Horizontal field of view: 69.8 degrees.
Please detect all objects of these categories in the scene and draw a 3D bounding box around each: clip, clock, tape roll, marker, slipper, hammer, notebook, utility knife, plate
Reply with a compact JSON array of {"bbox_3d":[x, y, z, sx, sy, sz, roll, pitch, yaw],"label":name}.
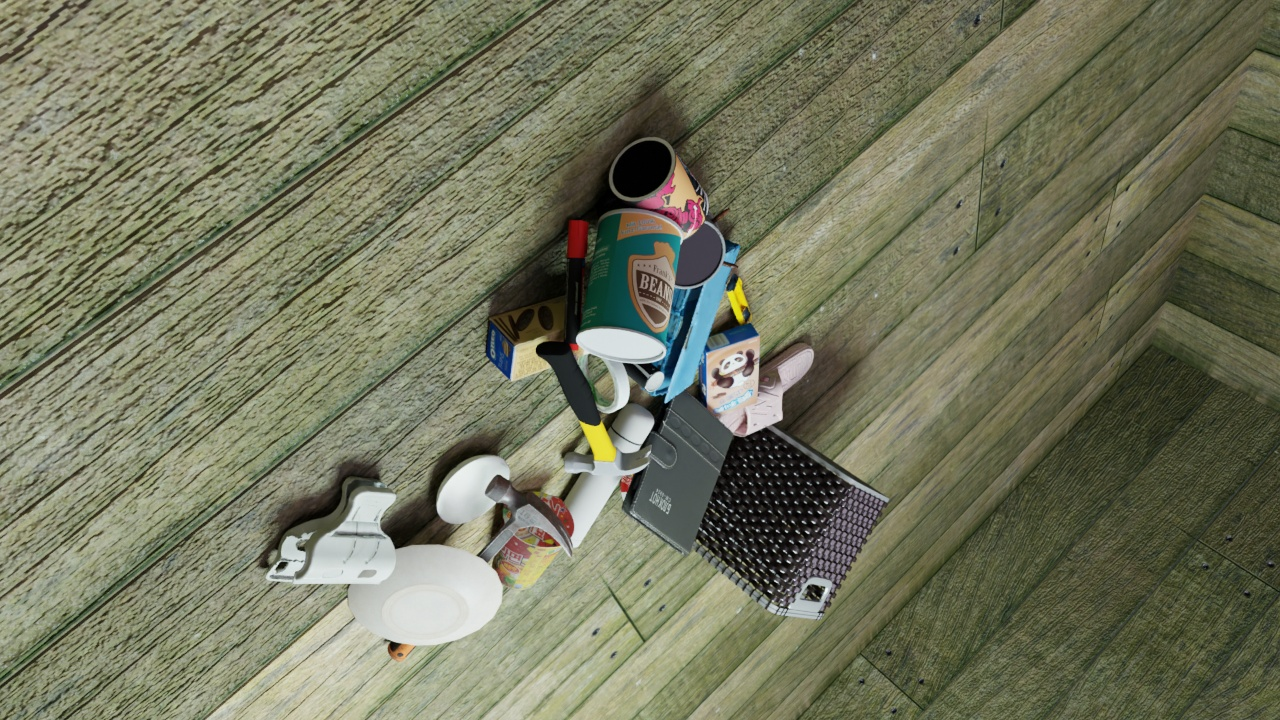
[{"bbox_3d":[-0.323,0.208,1.026,0.152,0.099,0.126,-48,149,13],"label":"clip"},{"bbox_3d":[0.041,-0.135,1.129,0.147,0.056,0.104,-17,120,-8],"label":"clock"},{"bbox_3d":[-0.050,0.020,1.149,0.018,0.094,0.094,-25,137,-33],"label":"tape roll"},{"bbox_3d":[-0.073,-0.084,1.033,0.023,0.021,0.145,1,93,-43],"label":"marker"},{"bbox_3d":[0.210,0.058,1.505,0.238,0.064,0.094,-37,143,-22],"label":"slipper"},{"bbox_3d":[-0.219,0.290,1.185,0.137,0.035,0.315,36,110,-16],"label":"hammer"},{"bbox_3d":[0.058,0.159,1.349,0.169,0.030,0.208,42,58,-39],"label":"notebook"},{"bbox_3d":[0.151,-0.070,1.344,0.030,0.019,0.217,-54,158,-9],"label":"utility knife"},{"bbox_3d":[-0.214,0.155,1.147,0.104,0.026,0.104,-30,141,-28],"label":"plate"},{"bbox_3d":[-0.065,0.068,1.130,0.324,0.127,0.029,73,23,-58],"label":"hammer"},{"bbox_3d":[-0.266,0.303,1.139,0.188,0.027,0.189,-5,127,-7],"label":"plate"}]

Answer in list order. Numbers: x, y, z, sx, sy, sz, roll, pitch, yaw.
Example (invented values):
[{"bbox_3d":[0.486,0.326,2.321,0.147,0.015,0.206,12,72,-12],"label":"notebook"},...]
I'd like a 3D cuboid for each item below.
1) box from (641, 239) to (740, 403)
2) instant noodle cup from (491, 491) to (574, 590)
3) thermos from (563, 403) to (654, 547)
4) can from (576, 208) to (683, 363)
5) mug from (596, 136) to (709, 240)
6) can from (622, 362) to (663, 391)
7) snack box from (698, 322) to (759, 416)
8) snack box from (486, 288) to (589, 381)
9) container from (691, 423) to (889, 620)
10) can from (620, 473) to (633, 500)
[{"bbox_3d":[0.074,-0.052,1.259,0.093,0.054,0.232,-12,130,-43],"label":"box"},{"bbox_3d":[-0.156,0.252,1.250,0.100,0.100,0.113,-9,136,-44],"label":"instant noodle cup"},{"bbox_3d":[-0.055,0.162,1.309,0.052,0.052,0.224,17,108,-53],"label":"thermos"},{"bbox_3d":[-0.011,-0.082,1.026,0.099,0.099,0.143,40,54,-55],"label":"can"},{"bbox_3d":[0.007,-0.184,1.050,0.118,0.081,0.098,-28,148,15],"label":"mug"},{"bbox_3d":[-0.007,0.007,1.196,0.031,0.080,0.032,-30,140,-29],"label":"can"},{"bbox_3d":[0.133,0.018,1.385,0.087,0.034,0.151,-18,138,-12],"label":"snack box"},{"bbox_3d":[-0.082,-0.041,1.091,0.206,0.057,0.056,-21,139,-36],"label":"snack box"},{"bbox_3d":[0.248,0.268,1.586,0.243,0.246,0.247,-57,145,3],"label":"container"},{"bbox_3d":[0.040,0.191,1.413,0.116,0.086,0.087,-5,125,-47],"label":"can"}]
